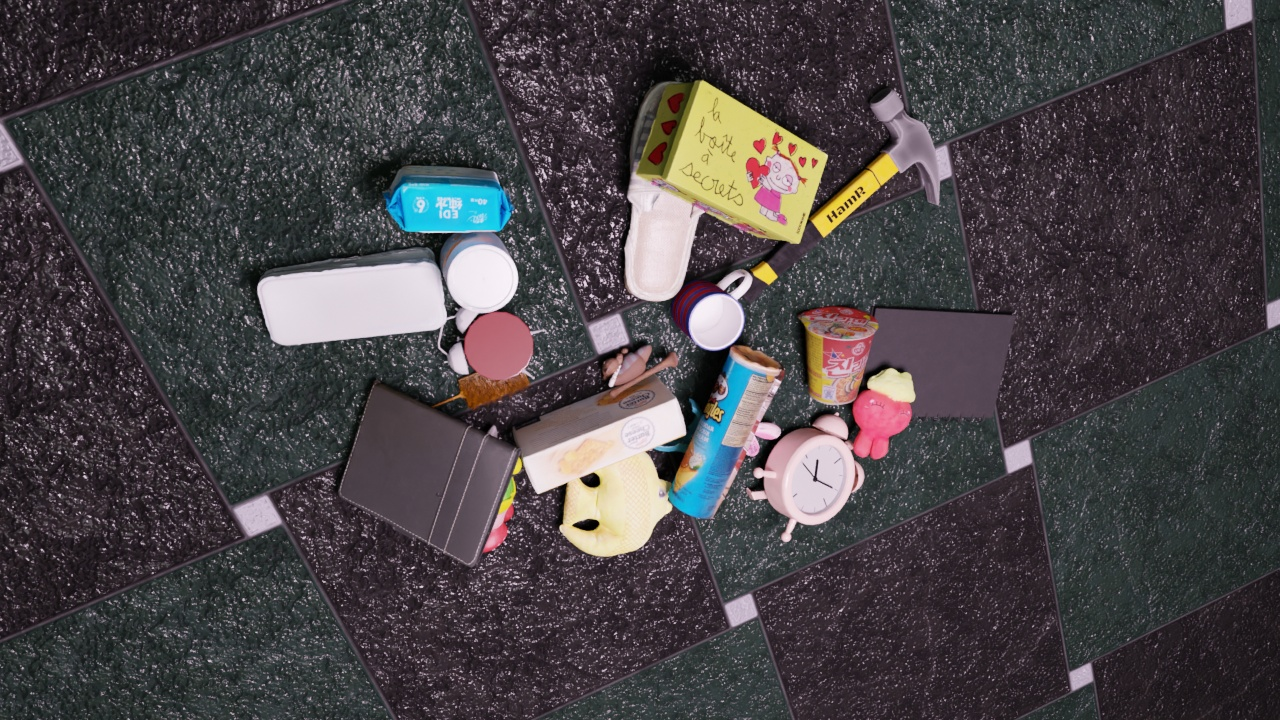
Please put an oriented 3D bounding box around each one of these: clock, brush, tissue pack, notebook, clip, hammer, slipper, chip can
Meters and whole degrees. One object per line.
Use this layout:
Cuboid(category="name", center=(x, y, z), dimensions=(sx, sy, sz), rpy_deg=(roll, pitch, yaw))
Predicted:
Cuboid(category="clock", center=(0.237, 0.161, 1.314), dimensions=(0.160, 0.086, 0.131), rpy_deg=(-31, 114, -14))
Cuboid(category="brush", center=(-0.206, 0.038, 1.169), dimensions=(0.126, 0.017, 0.048), rpy_deg=(-22, 113, -7))
Cuboid(category="tissue pack", center=(-0.222, -0.183, 1.049), dimensions=(0.144, 0.092, 0.062), rpy_deg=(0, 115, -15))
Cuboid(category="notebook", center=(0.428, 0.009, 1.338), dimensions=(0.231, 0.019, 0.169), rpy_deg=(2, 107, -16))
Cuboid(category="clip", center=(0.067, 0.096, 1.251), dimensions=(0.120, 0.033, 0.119), rpy_deg=(10, 121, -15))
Cuboid(category="hammer", center=(0.257, -0.192, 1.216), dimensions=(0.324, 0.034, 0.170), rpy_deg=(-41, 115, 3))
Cuboid(category="notebook", center=(-0.263, 0.140, 1.124), dimensions=(0.209, 0.029, 0.169), rpy_deg=(25, 102, 17))
Cuboid(category="clock", center=(-0.185, -0.021, 1.131), dimensions=(0.124, 0.044, 0.087), rpy_deg=(12, 90, -9))
Cuboid(category="slipper", center=(0.033, -0.203, 1.137), dimensions=(0.114, 0.054, 0.273), rpy_deg=(-1, 109, -21))
Cuboid(category="chip can", center=(0.111, 0.095, 1.204), dimensions=(0.079, 0.079, 0.230), rpy_deg=(15, 110, -20))

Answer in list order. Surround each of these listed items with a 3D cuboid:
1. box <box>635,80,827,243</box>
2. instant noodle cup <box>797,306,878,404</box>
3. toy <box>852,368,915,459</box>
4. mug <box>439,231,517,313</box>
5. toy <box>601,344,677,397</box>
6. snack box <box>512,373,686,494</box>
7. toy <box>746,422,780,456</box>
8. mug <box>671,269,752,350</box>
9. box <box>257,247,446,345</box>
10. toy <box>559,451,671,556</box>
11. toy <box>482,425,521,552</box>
Cuboid(category="box", center=(0.111, -0.232, 1.092), dimensions=(0.220, 0.079, 0.124), rpy_deg=(21, 89, -39))
Cuboid(category="instant noodle cup", center=(0.269, -0.003, 1.252), dimensions=(0.100, 0.100, 0.113), rpy_deg=(-8, 118, -13))
Cuboid(category="toy", center=(0.342, 0.076, 1.298), dimensions=(0.091, 0.045, 0.135), rpy_deg=(20, 94, -18))
Cuboid(category="mug", center=(-0.191, -0.107, 1.075), dimensions=(0.082, 0.105, 0.082), rpy_deg=(-5, 109, -14))
Cuboid(category="toy", center=(-0.007, 0.007, 1.201), dimensions=(0.101, 0.042, 0.055), rpy_deg=(-30, 75, -14))
Cuboid(category="snack box", center=(-0.055, 0.091, 1.183), dimensions=(0.207, 0.104, 0.057), rpy_deg=(-21, 113, -8))
Cuboid(category="toy", center=(0.140, 0.092, 1.271), dimensions=(0.110, 0.047, 0.064), rpy_deg=(31, 106, -26))
Cuboid(category="mug", center=(0.098, -0.073, 1.184), dimensions=(0.075, 0.076, 0.112), rpy_deg=(39, 95, -24))
Cuboid(category="box", center=(-0.337, -0.072, 1.078), dimensions=(0.213, 0.063, 0.118), rpy_deg=(-8, 112, -14))
Cuboid(category="toy", center=(-0.030, 0.187, 1.246), dimensions=(0.154, 0.064, 0.171), rpy_deg=(1, 107, -10))
Cuboid(category="toy", center=(-0.185, 0.161, 1.164), dimensions=(0.097, 0.123, 0.131), rpy_deg=(2, 126, 13))
